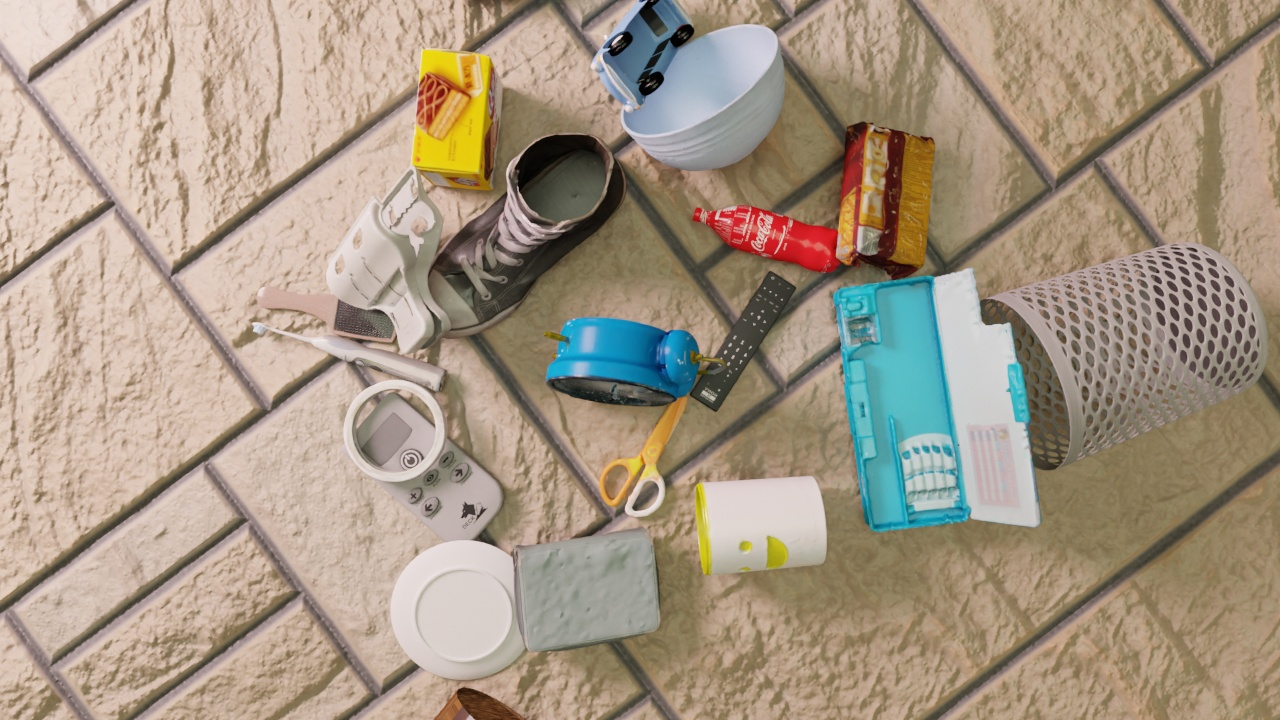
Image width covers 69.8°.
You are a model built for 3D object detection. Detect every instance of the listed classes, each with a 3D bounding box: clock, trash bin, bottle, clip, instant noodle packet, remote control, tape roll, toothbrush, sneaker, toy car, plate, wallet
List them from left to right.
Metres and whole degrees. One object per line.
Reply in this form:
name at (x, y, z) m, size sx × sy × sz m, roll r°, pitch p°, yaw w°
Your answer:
toothbrush at (-0.272, -0.009, 0.855) m, size 0.185 × 0.022 × 0.024 m, roll 17°, pitch 72°, yaw -1°
clip at (-0.224, -0.078, 0.793) m, size 0.104 × 0.127 × 0.151 m, roll 2°, pitch 68°, yaw -35°
tape roll at (-0.224, 0.064, 0.839) m, size 0.093 × 0.013 × 0.093 m, roll 0°, pitch 86°, yaw 2°
remote control at (-0.199, 0.104, 0.855) m, size 0.151 × 0.019 × 0.074 m, roll 41°, pitch 89°, yaw 0°
plate at (-0.164, 0.233, 0.848) m, size 0.134 × 0.011 × 0.134 m, roll 0°, pitch 97°, yaw -3°
sneaker at (-0.112, -0.109, 0.809) m, size 0.235 × 0.120 × 0.095 m, roll -35°, pitch 89°, yaw 3°
wallet at (-0.049, 0.206, 0.834) m, size 0.131 × 0.054 × 0.100 m, roll -4°, pitch 94°, yaw -10°
clock at (-0.005, 0.005, 0.813) m, size 0.161 × 0.117 × 0.060 m, roll 6°, pitch 77°, yaw -1°
toy car at (0.000, -0.277, 0.811) m, size 0.056 × 0.055 × 0.153 m, roll 47°, pitch 48°, yaw -24°
remote control at (0.096, -0.018, 0.863) m, size 0.030 × 0.009 × 0.140 m, roll 33°, pitch 89°, yaw 0°
bottle at (0.118, -0.116, 0.848) m, size 0.141 × 0.042 × 0.042 m, roll 16°, pitch 89°, yaw 0°
instant noodle packet at (0.223, -0.145, 0.836) m, size 0.098 × 0.040 × 0.135 m, roll 5°, pitch 89°, yaw -31°
trash bin at (0.408, -0.009, 0.794) m, size 0.183 × 0.156 × 0.156 m, roll -19°, pitch 89°, yaw -3°

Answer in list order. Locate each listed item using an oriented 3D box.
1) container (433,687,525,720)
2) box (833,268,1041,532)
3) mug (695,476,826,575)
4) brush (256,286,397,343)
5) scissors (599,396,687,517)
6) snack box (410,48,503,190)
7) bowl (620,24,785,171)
container at (-0.167, 0.389, 0.804) m, size 0.132 × 0.132 × 0.167 m, roll 34°, pitch 83°, yaw 0°
box at (0.268, 0.036, 0.825) m, size 0.172 × 0.084 × 0.227 m, roll -9°, pitch 89°, yaw 36°
mug at (0.106, 0.147, 0.825) m, size 0.106 × 0.082 × 0.082 m, roll -5°, pitch 89°, yaw -2°
brush at (-0.293, -0.050, 0.858) m, size 0.135 × 0.015 × 0.050 m, roll 9°, pitch 88°, yaw 0°
scissors at (0.013, 0.087, 0.859) m, size 0.065 × 0.013 × 0.128 m, roll 32°, pitch 90°, yaw -1°
snack box at (-0.163, -0.215, 0.827) m, size 0.061 × 0.083 × 0.105 m, roll 6°, pitch 90°, yaw 0°
bowl at (0.066, -0.221, 0.815) m, size 0.150 × 0.150 × 0.075 m, roll -38°, pitch 128°, yaw -1°
